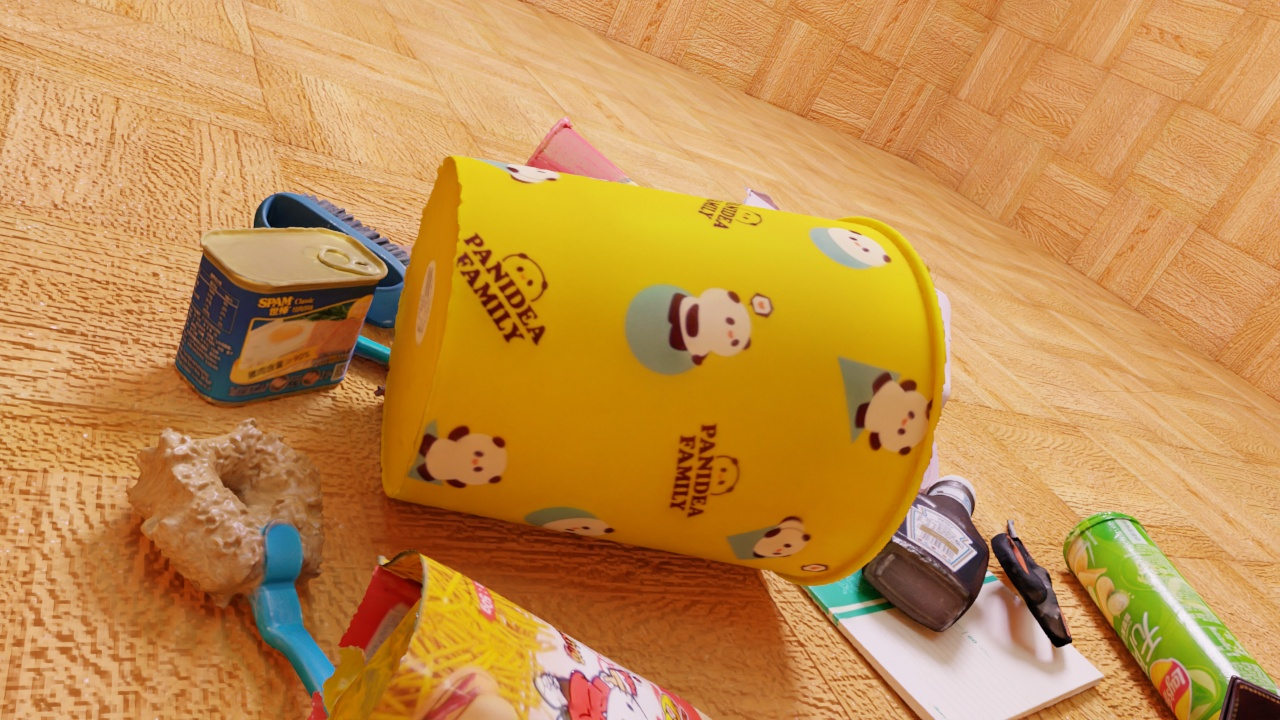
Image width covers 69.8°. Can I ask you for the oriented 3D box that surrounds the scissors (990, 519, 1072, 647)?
[{"bbox_3d":[0.297,0.142,0.729,0.125,0.022,0.234,52,18,-12],"label":"scissors"}]

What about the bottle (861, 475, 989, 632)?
[{"bbox_3d":[0.219,0.129,0.678,0.080,0.044,0.194,37,24,15],"label":"bottle"}]

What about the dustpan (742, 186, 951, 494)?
[{"bbox_3d":[0.164,0.002,0.795,0.273,0.139,0.221,26,38,4],"label":"dustpan"}]

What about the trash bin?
[{"bbox_3d":[-0.003,0.003,0.529,0.255,0.230,0.229,10,28,-21],"label":"trash bin"}]

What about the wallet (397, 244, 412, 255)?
[{"bbox_3d":[-0.154,-0.059,0.734,0.101,0.020,0.115,40,24,24],"label":"wallet"}]

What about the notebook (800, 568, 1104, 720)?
[{"bbox_3d":[0.212,0.182,0.631,0.208,0.012,0.150,3,32,-42],"label":"notebook"}]

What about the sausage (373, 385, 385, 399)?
[{"bbox_3d":[-0.101,0.028,0.607,0.155,0.020,0.020,10,29,-34],"label":"sausage"}]

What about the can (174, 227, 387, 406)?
[{"bbox_3d":[-0.207,-0.026,0.528,0.057,0.083,0.101,38,26,22],"label":"can"}]

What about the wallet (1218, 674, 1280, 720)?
[{"bbox_3d":[0.412,0.267,0.577,0.122,0.096,0.020,25,-16,-7],"label":"wallet"}]

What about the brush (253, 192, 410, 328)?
[{"bbox_3d":[-0.217,-0.070,0.642,0.144,0.055,0.073,34,23,14],"label":"brush"}]

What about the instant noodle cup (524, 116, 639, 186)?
[{"bbox_3d":[-0.065,-0.137,0.858,0.108,0.138,0.137,34,23,-7],"label":"instant noodle cup"}]

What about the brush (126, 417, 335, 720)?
[{"bbox_3d":[-0.135,0.116,0.368,0.083,0.046,0.254,11,31,-52],"label":"brush"}]

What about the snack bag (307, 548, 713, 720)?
[{"bbox_3d":[-0.021,0.157,0.350,0.208,0.073,0.128,36,19,-22],"label":"snack bag"}]

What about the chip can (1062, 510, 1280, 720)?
[{"bbox_3d":[0.406,0.205,0.706,0.072,0.073,0.221,21,25,-14],"label":"chip can"}]

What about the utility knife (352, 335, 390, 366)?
[{"bbox_3d":[-0.196,-0.015,0.600,0.171,0.013,0.029,24,-11,-4],"label":"utility knife"}]
